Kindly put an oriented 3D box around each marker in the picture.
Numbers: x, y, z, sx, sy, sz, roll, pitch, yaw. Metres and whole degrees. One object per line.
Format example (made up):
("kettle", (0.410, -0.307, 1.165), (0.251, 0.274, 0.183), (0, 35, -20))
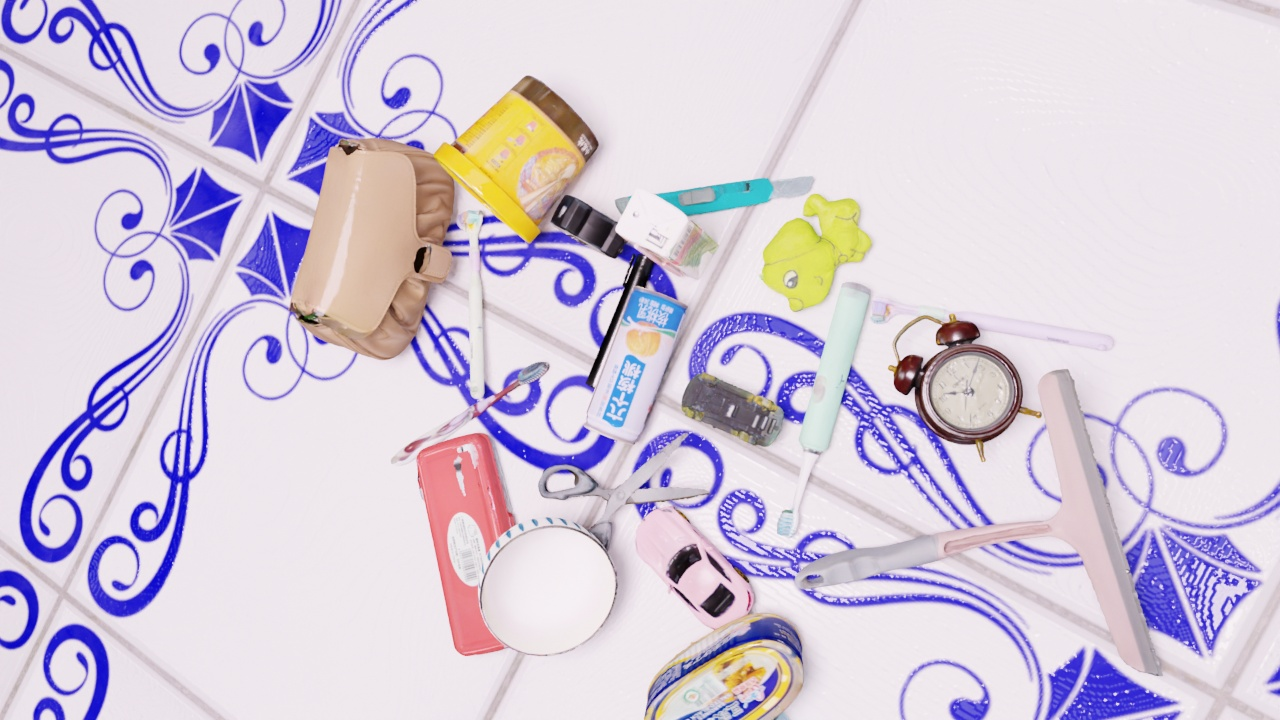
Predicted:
("marker", (-0.020, -0.035, 0.847), (0.022, 0.020, 0.132), (21, 89, 3))

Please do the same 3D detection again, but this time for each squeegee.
("squeegee", (0.244, 0.149, 0.732), (0.250, 0.040, 0.247), (-17, 99, 22))

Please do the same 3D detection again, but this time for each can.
("can", (-0.005, 0.005, 0.820), (0.053, 0.053, 0.134), (20, 89, 18))
("can", (0.068, 0.269, 0.755), (0.148, 0.049, 0.074), (-36, 96, 12))

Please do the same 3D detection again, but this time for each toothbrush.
("toothbrush", (0.154, 0.043, 0.781), (0.026, 0.027, 0.224), (13, 87, 55))
("toothbrush", (0.286, -0.029, 0.754), (0.189, 0.029, 0.021), (10, 48, 17))
("toothbrush", (-0.167, 0.052, 0.883), (0.188, 0.017, 0.016), (-32, 75, 10))
("toothbrush", (-0.162, -0.056, 0.888), (0.029, 0.020, 0.189), (-9, 76, 20))

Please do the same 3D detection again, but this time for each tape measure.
("tape measure", (-0.048, -0.123, 0.842), (0.065, 0.066, 0.033), (30, 92, -22))

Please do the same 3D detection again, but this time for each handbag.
("handbag", (-0.242, -0.104, 0.857), (0.100, 0.147, 0.204), (16, 92, 20))

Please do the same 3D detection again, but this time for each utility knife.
("utility knife", (0.065, -0.150, 0.839), (0.187, 0.013, 0.029), (-6, 82, 16))

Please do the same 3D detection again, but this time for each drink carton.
("drink carton", (0.024, -0.104, 0.790), (0.053, 0.122, 0.045), (31, 94, 16))

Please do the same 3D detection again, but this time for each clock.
("clock", (0.255, 0.017, 0.738), (0.082, 0.055, 0.122), (-41, 77, 9))

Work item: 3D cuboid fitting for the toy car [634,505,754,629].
("toy car", (0.044, 0.180, 0.793), (0.122, 0.037, 0.056), (44, 95, 18))

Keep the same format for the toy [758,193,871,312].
("toy", (0.149, -0.096, 0.798), (0.100, 0.031, 0.096), (-17, 79, 10))

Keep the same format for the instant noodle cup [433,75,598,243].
("instant noodle cup", (-0.110, -0.189, 0.849), (0.118, 0.118, 0.114), (41, 88, 17))

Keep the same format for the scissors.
("scissors", (-0.022, 0.123, 0.812), (0.178, 0.014, 0.159), (20, 100, 31))

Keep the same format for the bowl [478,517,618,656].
("bowl", (-0.084, 0.187, 0.792), (0.116, 0.066, 0.116), (-3, 101, -15))

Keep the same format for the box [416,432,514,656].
("box", (-0.157, 0.171, 0.858), (0.087, 0.047, 0.201), (-18, 79, 14))

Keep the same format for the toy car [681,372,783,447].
("toy car", (0.080, 0.044, 0.798), (0.091, 0.036, 0.043), (24, 91, 17))

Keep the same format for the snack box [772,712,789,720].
("snack box", (0.143, 0.374, 0.730), (0.074, 0.051, 0.175), (-46, 73, 6))
